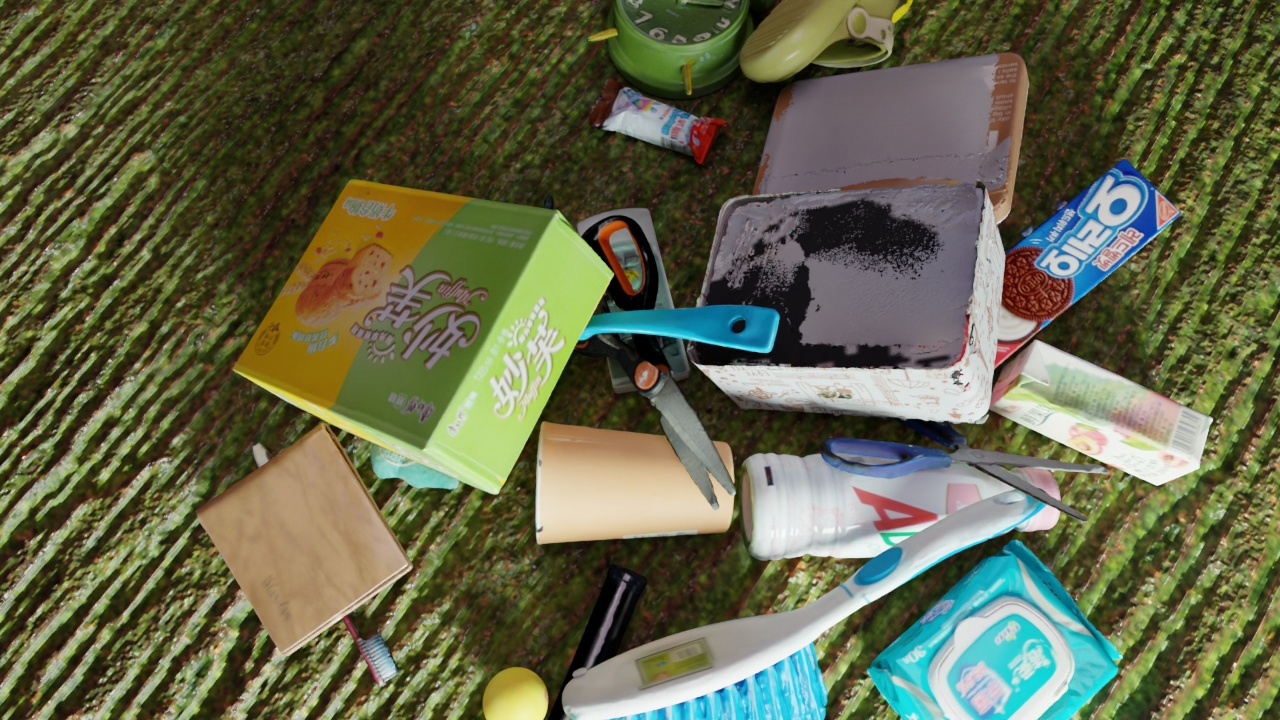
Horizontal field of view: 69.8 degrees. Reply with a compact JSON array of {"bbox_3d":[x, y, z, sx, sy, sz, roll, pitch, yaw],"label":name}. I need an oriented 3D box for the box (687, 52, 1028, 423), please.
[{"bbox_3d":[0.149,-0.094,0.608,0.177,0.082,0.259,2,65,32],"label":"box"}]

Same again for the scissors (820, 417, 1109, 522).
[{"bbox_3d":[0.192,0.056,0.569,0.174,0.162,0.012,-3,115,-10],"label":"scissors"}]

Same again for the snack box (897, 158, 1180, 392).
[{"bbox_3d":[0.272,-0.054,0.635,0.207,0.057,0.058,-37,76,-10],"label":"snack box"}]

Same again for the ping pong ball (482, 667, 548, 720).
[{"bbox_3d":[-0.077,0.210,0.566,0.040,0.040,0.040,0,72,1],"label":"ping pong ball"}]

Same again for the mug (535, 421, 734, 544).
[{"bbox_3d":[-0.004,0.081,0.591,0.123,0.078,0.078,3,72,-3],"label":"mug"}]

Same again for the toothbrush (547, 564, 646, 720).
[{"bbox_3d":[-0.049,0.230,0.567,0.027,0.026,0.212,28,74,-14],"label":"toothbrush"}]

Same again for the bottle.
[{"bbox_3d":[0.164,0.091,0.587,0.197,0.068,0.068,-1,72,-2],"label":"bottle"}]

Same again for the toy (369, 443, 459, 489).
[{"bbox_3d":[-0.158,0.040,0.631,0.096,0.030,0.091,9,68,12],"label":"toy"}]

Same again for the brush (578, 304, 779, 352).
[{"bbox_3d":[-0.029,-0.023,0.578,0.255,0.046,0.083,3,71,38],"label":"brush"}]

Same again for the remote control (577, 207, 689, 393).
[{"bbox_3d":[-0.006,-0.045,0.658,0.056,0.019,0.135,-12,72,-2],"label":"remote control"}]

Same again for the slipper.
[{"bbox_3d":[0.152,-0.258,0.700,0.190,0.092,0.081,-48,117,-22],"label":"slipper"}]

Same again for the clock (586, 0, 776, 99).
[{"bbox_3d":[0.040,-0.281,0.714,0.116,0.056,0.161,31,75,9],"label":"clock"}]

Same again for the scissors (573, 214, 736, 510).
[{"bbox_3d":[0.009,-0.011,0.586,0.235,0.021,0.148,33,99,41],"label":"scissors"}]

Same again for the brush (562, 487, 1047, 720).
[{"bbox_3d":[0.101,0.166,0.544,0.314,0.060,0.109,-16,110,-6],"label":"brush"}]

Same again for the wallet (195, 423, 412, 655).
[{"bbox_3d":[-0.217,0.115,0.594,0.101,0.020,0.115,-36,78,-3],"label":"wallet"}]

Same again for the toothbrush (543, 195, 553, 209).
[{"bbox_3d":[-0.079,-0.035,0.660,0.016,0.014,0.189,-4,70,25],"label":"toothbrush"}]

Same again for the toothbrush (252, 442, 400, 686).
[{"bbox_3d":[-0.211,0.130,0.609,0.017,0.016,0.187,-30,74,-17],"label":"toothbrush"}]

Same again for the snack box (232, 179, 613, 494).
[{"bbox_3d":[-0.141,-0.025,0.581,0.210,0.070,0.157,15,72,38],"label":"snack box"}]

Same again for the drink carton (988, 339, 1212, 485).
[{"bbox_3d":[0.302,0.033,0.608,0.122,0.053,0.045,26,72,9],"label":"drink carton"}]

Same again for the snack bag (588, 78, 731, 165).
[{"bbox_3d":[0.014,-0.180,0.698,0.105,0.026,0.045,22,77,10],"label":"snack bag"}]

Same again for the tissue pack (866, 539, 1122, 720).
[{"bbox_3d":[0.216,0.186,0.562,0.133,0.050,0.093,-39,74,-11],"label":"tissue pack"}]
